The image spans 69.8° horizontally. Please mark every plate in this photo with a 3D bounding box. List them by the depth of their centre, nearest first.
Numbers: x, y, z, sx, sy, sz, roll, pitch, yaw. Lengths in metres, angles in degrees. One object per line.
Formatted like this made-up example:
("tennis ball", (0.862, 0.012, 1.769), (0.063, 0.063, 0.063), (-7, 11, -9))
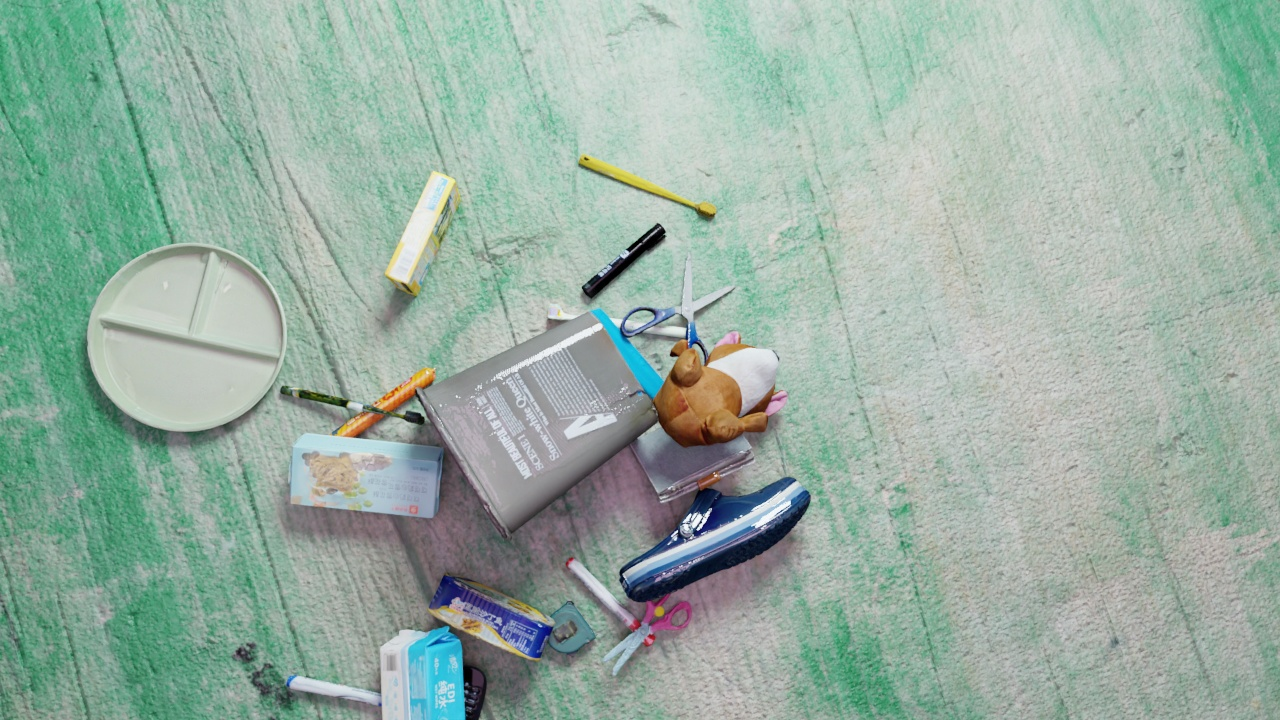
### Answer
("plate", (-0.544, -0.028, 1.112), (0.230, 0.027, 0.230), (0, 85, -5))

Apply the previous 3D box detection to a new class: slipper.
("slipper", (0.085, 0.208, 1.120), (0.252, 0.105, 0.095), (-26, 67, -10))

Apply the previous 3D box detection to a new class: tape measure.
("tape measure", (-0.089, 0.331, 1.124), (0.054, 0.025, 0.058), (-36, 88, -8))

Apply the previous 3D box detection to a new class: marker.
("marker", (-0.349, 0.398, 1.098), (0.146, 0.017, 0.017), (13, 84, -4))
("marker", (-0.038, 0.298, 1.136), (0.145, 0.017, 0.017), (45, 83, 0))
("marker", (-0.020, -0.127, 1.174), (0.132, 0.020, 0.022), (-41, 119, -8))

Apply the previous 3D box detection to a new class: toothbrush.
("toothbrush", (-0.350, 0.052, 1.110), (0.186, 0.017, 0.012), (12, 61, 7))
("toothbrush", (-0.024, -0.047, 1.166), (0.189, 0.020, 0.029), (9, 42, -6))
("toothbrush", (0.010, -0.227, 1.185), (0.190, 0.016, 0.015), (22, 83, -3))

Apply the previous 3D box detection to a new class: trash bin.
("trash bin", (-0.118, 0.069, 1.067), (0.219, 0.199, 0.199), (-31, 88, -13))

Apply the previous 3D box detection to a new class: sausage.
("sausage", (-0.318, 0.059, 1.128), (0.165, 0.021, 0.021), (-36, 89, -7))

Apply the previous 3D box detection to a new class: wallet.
("wallet", (0.064, 0.115, 1.133), (0.129, 0.037, 0.106), (-25, 49, -7))

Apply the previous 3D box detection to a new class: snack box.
("snack box", (-0.325, 0.137, 1.096), (0.175, 0.051, 0.074), (7, 104, -5))
("snack box", (-0.263, -0.152, 1.118), (0.034, 0.087, 0.140), (25, 83, -3))

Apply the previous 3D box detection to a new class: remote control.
("remote control", (-0.222, 0.433, 1.103), (0.053, 0.024, 0.136), (18, 85, 0))

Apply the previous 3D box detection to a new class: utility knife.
("utility knife", (-0.007, 0.007, 1.155), (0.034, 0.018, 0.185), (-42, 100, -1))

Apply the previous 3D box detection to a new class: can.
("can", (-0.177, 0.304, 1.093), (0.148, 0.075, 0.049), (24, 82, 3))

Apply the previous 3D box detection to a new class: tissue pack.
("tissue pack", (-0.250, 0.383, 1.064), (0.090, 0.063, 0.140), (-15, 75, 36))

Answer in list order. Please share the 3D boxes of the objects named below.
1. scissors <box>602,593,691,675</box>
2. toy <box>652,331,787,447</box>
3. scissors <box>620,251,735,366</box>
("scissors", (0.011, 0.337, 1.123), (0.077, 0.017, 0.137), (43, 65, -9))
("toy", (0.104, 0.028, 1.088), (0.131, 0.199, 0.140), (-34, 80, 31))
("scissors", (0.051, -0.054, 1.161), (0.162, 0.012, 0.175), (-4, 80, -17))
